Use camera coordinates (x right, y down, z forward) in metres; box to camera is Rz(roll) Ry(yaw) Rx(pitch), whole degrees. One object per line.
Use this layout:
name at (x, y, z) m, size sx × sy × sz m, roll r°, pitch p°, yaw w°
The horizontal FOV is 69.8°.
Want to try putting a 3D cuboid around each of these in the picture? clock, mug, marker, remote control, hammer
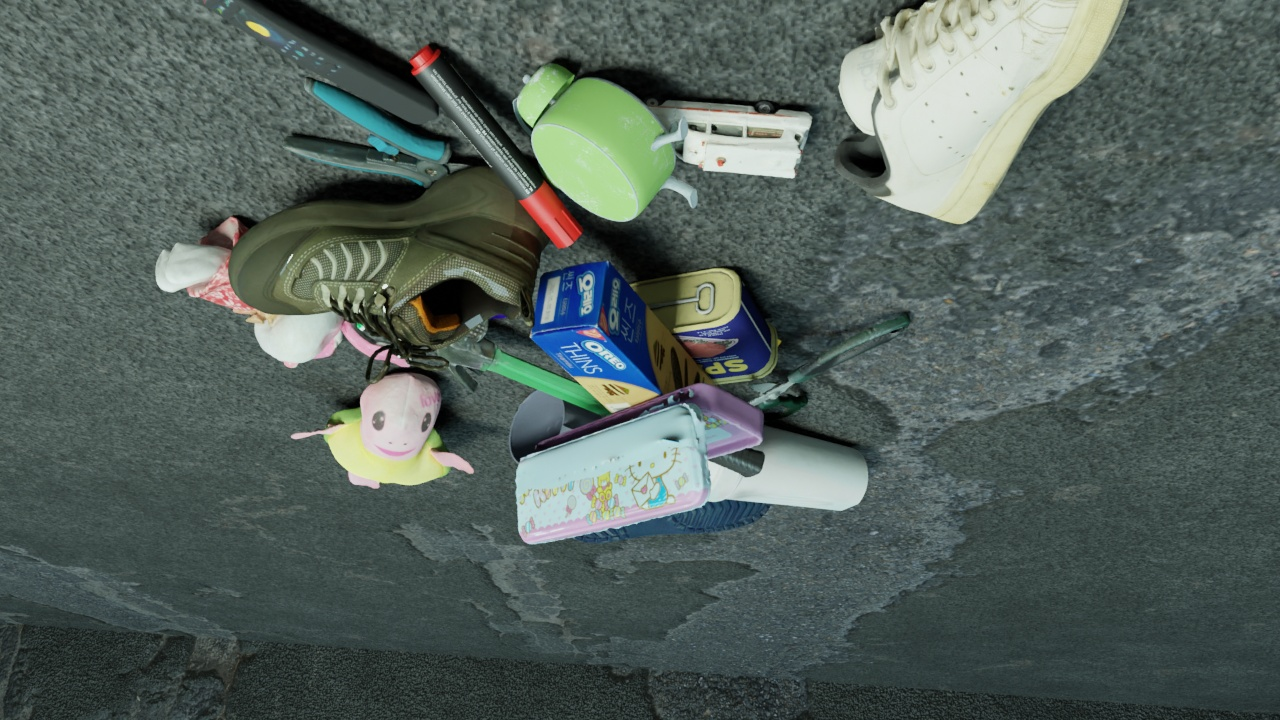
clock at (-0.028, -0.128, 0.550) m, size 0.119 × 0.042 × 0.094 m, roll 29°, pitch 159°, yaw 23°
mug at (-0.058, 0.087, 0.940) m, size 0.104 × 0.083 × 0.124 m, roll 28°, pitch 170°, yaw -41°
marker at (-0.087, -0.129, 0.563) m, size 0.021 × 0.023 × 0.145 m, roll -31°, pitch 120°, yaw 16°
remote control at (-0.185, -0.179, 0.523) m, size 0.151 × 0.020 × 0.041 m, roll 25°, pitch 171°, yaw -34°
hammer at (-0.032, 0.041, 0.839) m, size 0.318 × 0.032 × 0.130 m, roll 23°, pitch 156°, yaw -13°

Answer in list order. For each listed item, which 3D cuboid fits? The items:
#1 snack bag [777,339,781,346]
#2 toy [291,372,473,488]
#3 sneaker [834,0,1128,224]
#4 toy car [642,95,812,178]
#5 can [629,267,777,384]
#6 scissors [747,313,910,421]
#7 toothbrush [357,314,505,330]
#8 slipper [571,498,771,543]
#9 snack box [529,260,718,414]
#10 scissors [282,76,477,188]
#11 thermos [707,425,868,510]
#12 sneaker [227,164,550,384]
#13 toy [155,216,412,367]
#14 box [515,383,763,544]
snack bag at (0.086, -0.002, 0.831) m, size 0.026 × 0.020 × 0.099 m, roll 20°, pitch 150°, yaw -30°
toy at (-0.270, 0.087, 0.986) m, size 0.190 × 0.087 × 0.239 m, roll 15°, pitch 149°, yaw -9°
sneaker at (0.158, -0.156, 0.462) m, size 0.102 × 0.088 × 0.242 m, roll 12°, pitch 157°, yaw 3°
toy car at (0.045, -0.134, 0.558) m, size 0.113 × 0.039 × 0.039 m, roll 4°, pitch 153°, yaw 1°
can at (0.044, -0.025, 0.754) m, size 0.116 × 0.056 × 0.092 m, roll -8°, pitch 149°, yaw 23°
scissors at (0.153, 0.019, 0.831) m, size 0.202 × 0.015 × 0.201 m, roll -26°, pitch 164°, yaw 14°
toothbrush at (-0.187, -0.039, 0.806) m, size 0.187 × 0.015 × 0.016 m, roll -4°, pitch 148°, yaw 15°
slipper at (0.024, 0.142, 1.051) m, size 0.252 × 0.105 × 0.095 m, roll -7°, pitch -162°, yaw -8°
snack box at (-0.004, 0.004, 0.698) m, size 0.057 × 0.056 × 0.207 m, roll -7°, pitch 149°, yaw 26°
scissors at (-0.169, -0.138, 0.604) m, size 0.125 × 0.019 × 0.155 m, roll -5°, pitch 155°, yaw 26°
thermos at (0.133, 0.113, 0.971) m, size 0.220 × 0.099 × 0.100 m, roll 13°, pitch 152°, yaw -25°
sneaker at (-0.168, -0.035, 0.626) m, size 0.238 × 0.142 × 0.101 m, roll -11°, pitch 157°, yaw 14°
toy at (-0.290, -0.043, 0.743) m, size 0.159 × 0.084 × 0.194 m, roll 4°, pitch 158°, yaw 34°
box at (-0.009, 0.092, 0.702) m, size 0.089 × 0.092 × 0.215 m, roll 27°, pitch 147°, yaw -33°
